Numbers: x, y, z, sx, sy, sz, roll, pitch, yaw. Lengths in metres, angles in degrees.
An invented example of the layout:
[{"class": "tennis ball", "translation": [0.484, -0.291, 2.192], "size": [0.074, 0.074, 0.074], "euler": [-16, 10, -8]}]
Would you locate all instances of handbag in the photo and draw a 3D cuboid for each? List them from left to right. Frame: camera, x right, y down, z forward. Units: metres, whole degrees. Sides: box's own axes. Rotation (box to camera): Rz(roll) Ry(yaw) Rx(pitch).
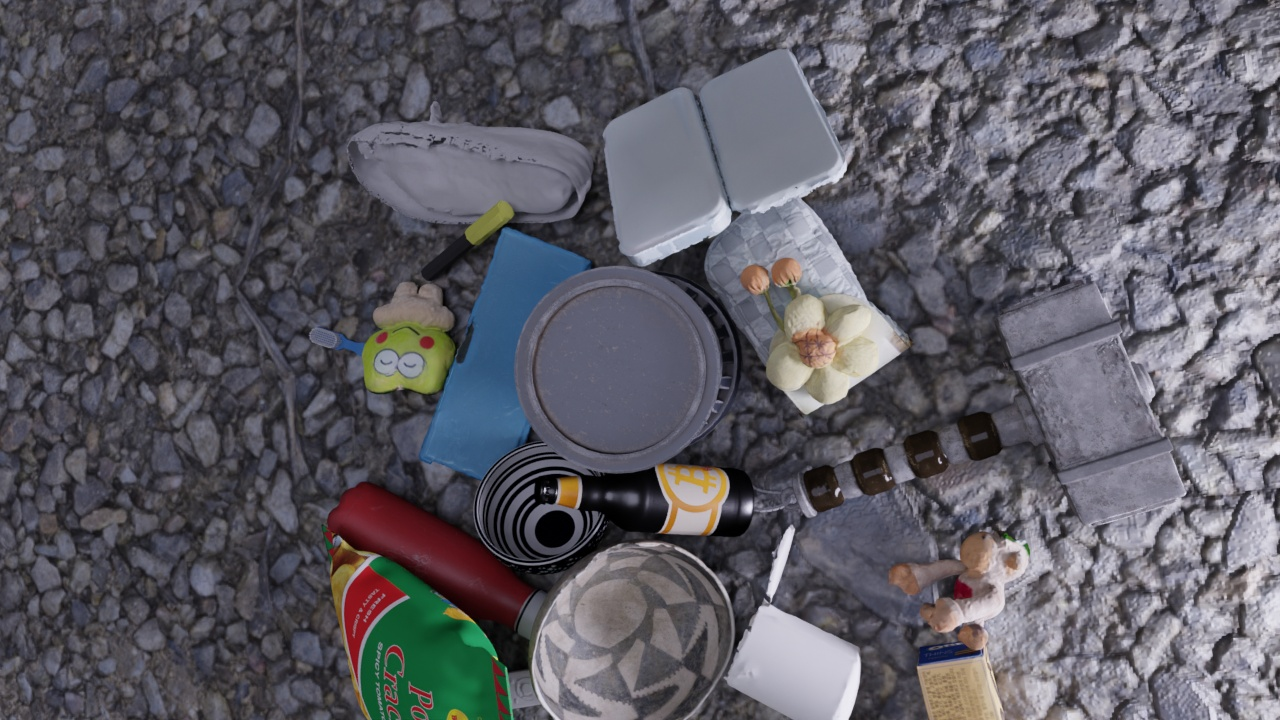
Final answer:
[{"class": "handbag", "translation": [0.126, -0.049, 0.750], "size": [0.113, 0.123, 0.171], "euler": [-36, 86, 17]}]

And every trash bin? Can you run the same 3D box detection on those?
[{"class": "trash bin", "translation": [-0.004, 0.004, 0.717], "size": [0.164, 0.227, 0.164], "euler": [0, 91, 7]}]

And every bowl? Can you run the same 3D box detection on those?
[{"class": "bowl", "translation": [-0.083, 0.140, 0.822], "size": [0.120, 0.066, 0.120], "euler": [-5, 54, 7]}, {"class": "bowl", "translation": [-0.014, 0.229, 0.790], "size": [0.178, 0.081, 0.178], "euler": [-3, 102, -17]}]

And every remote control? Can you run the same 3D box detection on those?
[{"class": "remote control", "translation": [-0.121, 0.309, 0.862], "size": [0.131, 0.012, 0.033], "euler": [-14, 87, 14]}]

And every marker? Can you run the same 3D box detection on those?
[{"class": "marker", "translation": [-0.165, -0.109, 0.858], "size": [0.124, 0.021, 0.017], "euler": [-31, 115, 34]}]

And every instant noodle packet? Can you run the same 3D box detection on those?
[{"class": "instant noodle packet", "translation": [-0.189, 0.270, 0.787], "size": [0.253, 0.090, 0.196], "euler": [22, 126, 37]}]

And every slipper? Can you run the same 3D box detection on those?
[{"class": "slipper", "translation": [-0.161, -0.183, 0.856], "size": [0.247, 0.074, 0.112], "euler": [7, 121, 17]}]

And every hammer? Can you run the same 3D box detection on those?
[{"class": "hammer", "translation": [0.241, 0.074, 0.746], "size": [0.327, 0.079, 0.177], "euler": [-22, 83, 18]}]

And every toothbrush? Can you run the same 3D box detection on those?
[{"class": "toothbrush", "translation": [-0.254, -0.004, 0.905], "size": [0.167, 0.014, 0.016], "euler": [17, 93, 14]}]

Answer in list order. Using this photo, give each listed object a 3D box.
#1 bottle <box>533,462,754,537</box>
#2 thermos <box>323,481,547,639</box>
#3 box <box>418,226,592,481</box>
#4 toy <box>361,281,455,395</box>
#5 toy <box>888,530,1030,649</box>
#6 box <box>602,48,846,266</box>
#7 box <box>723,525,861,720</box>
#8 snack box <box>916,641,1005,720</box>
[{"class": "bottle", "translation": [0.002, 0.114, 0.767], "size": [0.181, 0.059, 0.059], "euler": [7, 90, -18]}, {"class": "thermos", "translation": [-0.177, 0.193, 0.849], "size": [0.240, 0.073, 0.073], "euler": [24, 95, 14]}, {"class": "box", "translation": [-0.125, -0.002, 0.863], "size": [0.093, 0.052, 0.231], "euler": [20, 94, -2]}, {"class": "toy", "translation": [-0.219, -0.022, 0.876], "size": [0.092, 0.046, 0.115], "euler": [2, 72, 9]}, {"class": "toy", "translation": [0.267, 0.177, 0.731], "size": [0.106, 0.085, 0.074], "euler": [-40, 101, 1]}, {"class": "box", "translation": [0.060, -0.175, 0.758], "size": [0.189, 0.037, 0.208], "euler": [-23, 43, 16]}, {"class": "box", "translation": [0.142, 0.223, 0.762], "size": [0.106, 0.080, 0.150], "euler": [21, 98, 15]}, {"class": "snack box", "translation": [0.275, 0.334, 0.736], "size": [0.056, 0.057, 0.206], "euler": [-15, 85, 17]}]
